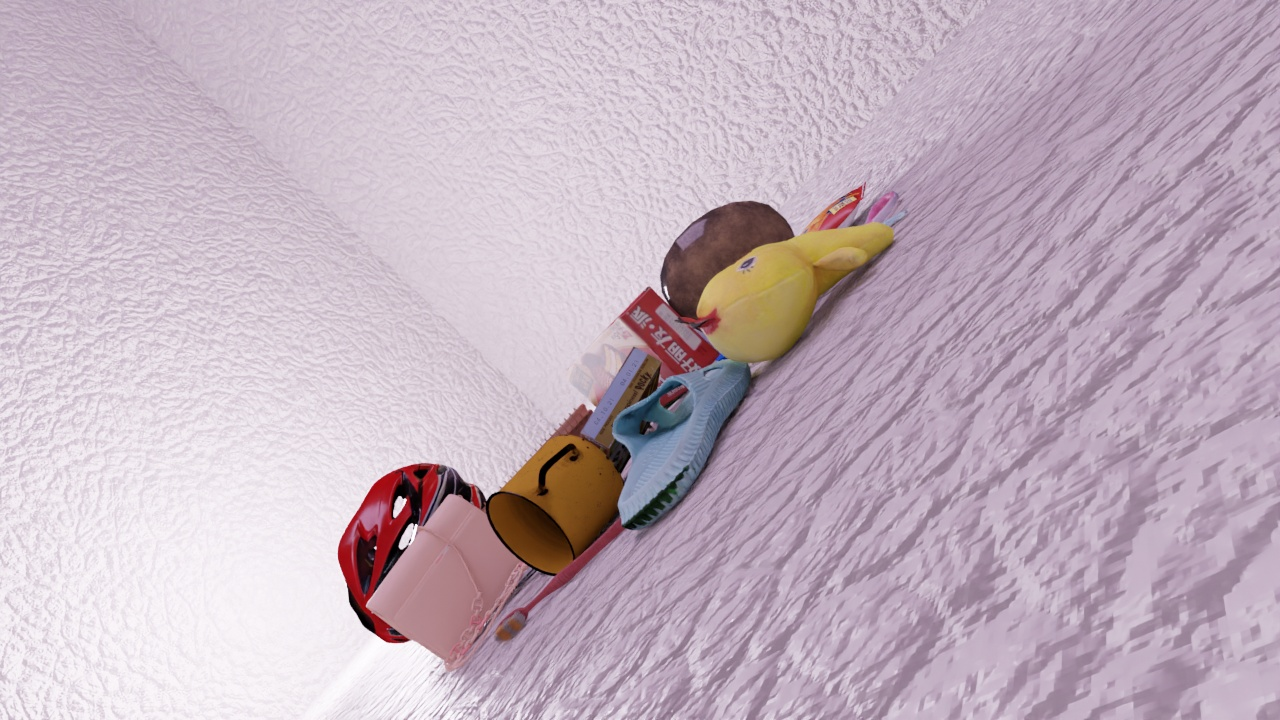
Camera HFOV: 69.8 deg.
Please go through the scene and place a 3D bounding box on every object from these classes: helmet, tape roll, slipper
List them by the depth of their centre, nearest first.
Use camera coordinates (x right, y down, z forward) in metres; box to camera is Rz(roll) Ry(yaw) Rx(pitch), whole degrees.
[{"bbox_3d":[0.029,0.052,0.804,0.116,0.069,0.275,-41,5,27],"label":"slipper"},{"bbox_3d":[0.050,0.046,1.073,0.094,0.018,0.094,-46,3,3],"label":"tape roll"},{"bbox_3d":[-0.289,0.256,1.253,0.167,0.217,0.271,-10,29,21],"label":"helmet"}]

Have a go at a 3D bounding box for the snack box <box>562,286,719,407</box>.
[{"bbox_3d":[-0.007,0.006,1.103,0.060,0.113,0.237,-48,4,-26],"label":"snack box"}]

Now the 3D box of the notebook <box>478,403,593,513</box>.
[{"bbox_3d":[-0.130,0.168,1.241,0.210,0.022,0.169,-47,-24,-18],"label":"notebook"}]

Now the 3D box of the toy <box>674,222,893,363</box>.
[{"bbox_3d":[0.132,-0.067,0.827,0.207,0.092,0.134,-37,8,-7],"label":"toy"}]

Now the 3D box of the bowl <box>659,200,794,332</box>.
[{"bbox_3d":[0.108,-0.092,1.021,0.162,0.070,0.162,-18,-40,-16],"label":"bowl"}]

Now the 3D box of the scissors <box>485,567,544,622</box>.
[{"bbox_3d":[-0.119,0.225,1.005,0.160,0.014,0.120,-40,17,48],"label":"scissors"}]

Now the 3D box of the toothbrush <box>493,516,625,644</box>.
[{"bbox_3d":[-0.065,0.187,0.800,0.185,0.015,0.015,-44,6,15],"label":"toothbrush"}]

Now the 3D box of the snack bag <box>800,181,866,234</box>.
[{"bbox_3d":[0.228,-0.160,1.148,0.144,0.039,0.130,-45,3,24],"label":"snack bag"}]

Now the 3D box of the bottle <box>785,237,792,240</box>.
[{"bbox_3d":[0.139,-0.071,0.947,0.105,0.056,0.056,-50,0,37],"label":"bottle"}]

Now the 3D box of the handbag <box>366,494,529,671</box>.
[{"bbox_3d":[-0.189,0.211,0.971,0.198,0.116,0.188,-55,4,-26],"label":"handbag"}]

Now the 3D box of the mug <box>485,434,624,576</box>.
[{"bbox_3d":[-0.075,0.124,0.854,0.093,0.100,0.124,-46,-27,-40],"label":"mug"}]

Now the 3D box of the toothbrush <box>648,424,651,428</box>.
[{"bbox_3d":[0.003,0.085,1.264,0.013,0.013,0.167,-54,3,-5],"label":"toothbrush"}]

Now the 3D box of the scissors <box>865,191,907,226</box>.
[{"bbox_3d":[0.221,-0.118,0.957,0.175,0.013,0.170,-42,8,37],"label":"scissors"}]

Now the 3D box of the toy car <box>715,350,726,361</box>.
[{"bbox_3d":[0.125,-0.031,1.142,0.033,0.062,0.091,-39,37,46],"label":"toy car"}]

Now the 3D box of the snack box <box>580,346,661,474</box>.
[{"bbox_3d":[-0.021,0.068,0.955,0.100,0.031,0.186,-59,-9,-20],"label":"snack box"}]

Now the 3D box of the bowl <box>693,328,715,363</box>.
[{"bbox_3d":[0.067,-0.014,1.183,0.115,0.050,0.114,-57,13,20],"label":"bowl"}]
